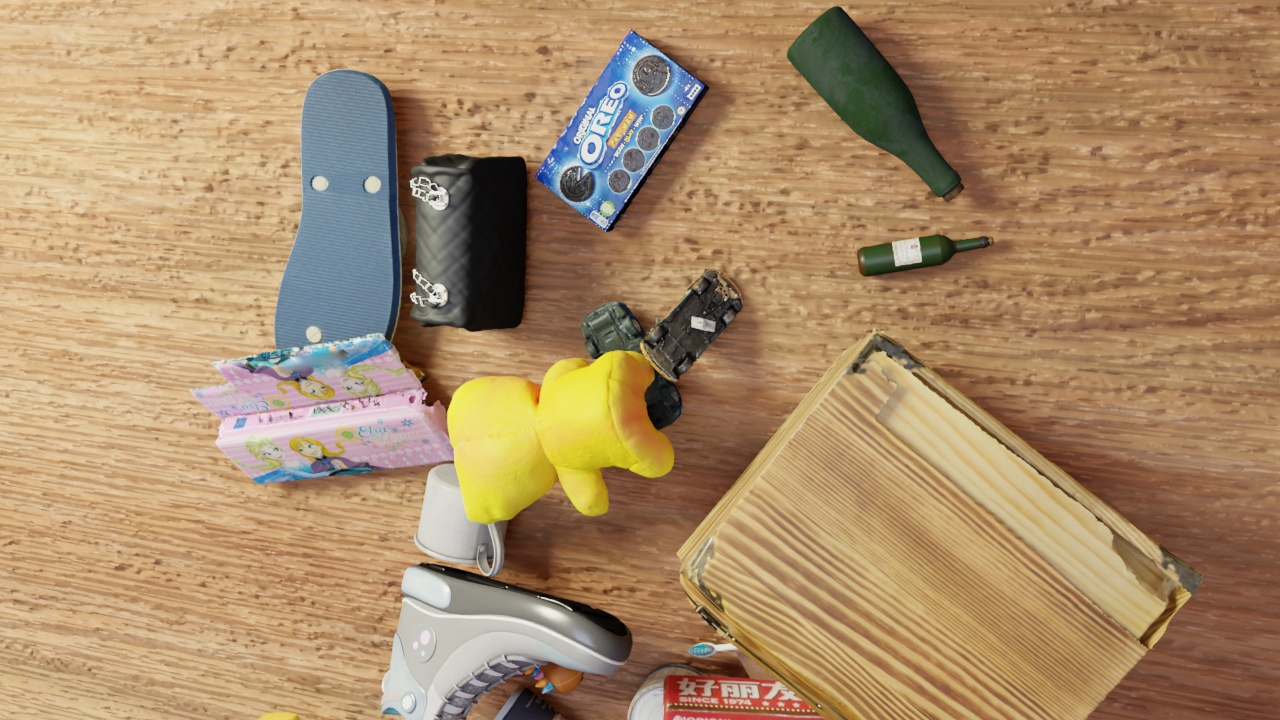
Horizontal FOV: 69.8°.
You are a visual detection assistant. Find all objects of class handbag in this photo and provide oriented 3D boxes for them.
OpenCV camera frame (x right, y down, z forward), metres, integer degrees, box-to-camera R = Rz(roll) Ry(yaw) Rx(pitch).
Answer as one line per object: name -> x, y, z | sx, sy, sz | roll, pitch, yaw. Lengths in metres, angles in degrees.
handbag -> -0.166, -0.103, 0.786 | 0.115, 0.125, 0.154 | 9, 101, 12

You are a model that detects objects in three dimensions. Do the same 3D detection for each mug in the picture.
mug -> -0.153, 0.145, 0.838 | 0.113, 0.084, 0.070 | 23, 105, 48

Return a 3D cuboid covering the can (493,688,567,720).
can -> -0.085, 0.376, 0.879 | 0.127, 0.064, 0.064 | 36, 105, 6

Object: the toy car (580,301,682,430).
toy car -> -0.005, 0.005, 0.807 | 0.056, 0.043, 0.120 | -29, 89, 16

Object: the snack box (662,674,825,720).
snack box -> 0.135, 0.341, 0.789 | 0.236, 0.060, 0.113 | 3, 100, 1

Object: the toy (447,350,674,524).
toy -> -0.075, 0.064, 0.757 | 0.194, 0.087, 0.134 | -14, 76, 21

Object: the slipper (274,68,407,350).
slipper -> -0.267, -0.114, 0.846 | 0.118, 0.060, 0.295 | 8, 98, 9

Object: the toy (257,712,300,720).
toy -> -0.315, 0.485, 0.923 | 0.247, 0.140, 0.267 | -21, 111, 15

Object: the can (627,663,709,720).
can -> 0.033, 0.331, 0.853 | 0.086, 0.043, 0.086 | 2, 99, 15

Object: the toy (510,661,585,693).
toy -> -0.095, 0.284, 0.845 | 0.103, 0.090, 0.070 | -24, 104, -15

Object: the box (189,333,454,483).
box -> -0.297, 0.050, 0.845 | 0.231, 0.035, 0.159 | -8, 137, 15

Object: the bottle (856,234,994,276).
bottle -> 0.230, -0.088, 0.743 | 0.106, 0.025, 0.025 | -9, 97, 15

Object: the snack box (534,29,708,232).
snack box -> -0.018, -0.195, 0.785 | 0.082, 0.027, 0.150 | 37, 106, 6

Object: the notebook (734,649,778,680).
notebook -> 0.187, 0.307, 0.829 | 0.142, 0.008, 0.209 | -28, 92, 17

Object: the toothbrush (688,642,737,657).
toothbrush -> 0.150, 0.244, 0.808 | 0.223, 0.026, 0.027 | -12, 67, 15

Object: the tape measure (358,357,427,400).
tape measure -> -0.244, 0.024, 0.876 | 0.059, 0.030, 0.068 | 39, 113, 5

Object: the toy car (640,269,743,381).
toy car -> 0.040, -0.028, 0.783 | 0.047, 0.047, 0.111 | 46, 64, -6

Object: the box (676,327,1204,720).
box -> 0.197, 0.158, 0.683 | 0.279, 0.176, 0.247 | 40, 86, 3

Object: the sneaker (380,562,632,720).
sneaker -> -0.128, 0.274, 0.797 | 0.257, 0.093, 0.160 | 5, 73, 39

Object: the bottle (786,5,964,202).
bottle -> 0.191, -0.195, 0.721 | 0.055, 0.055, 0.174 | -41, 89, 16
